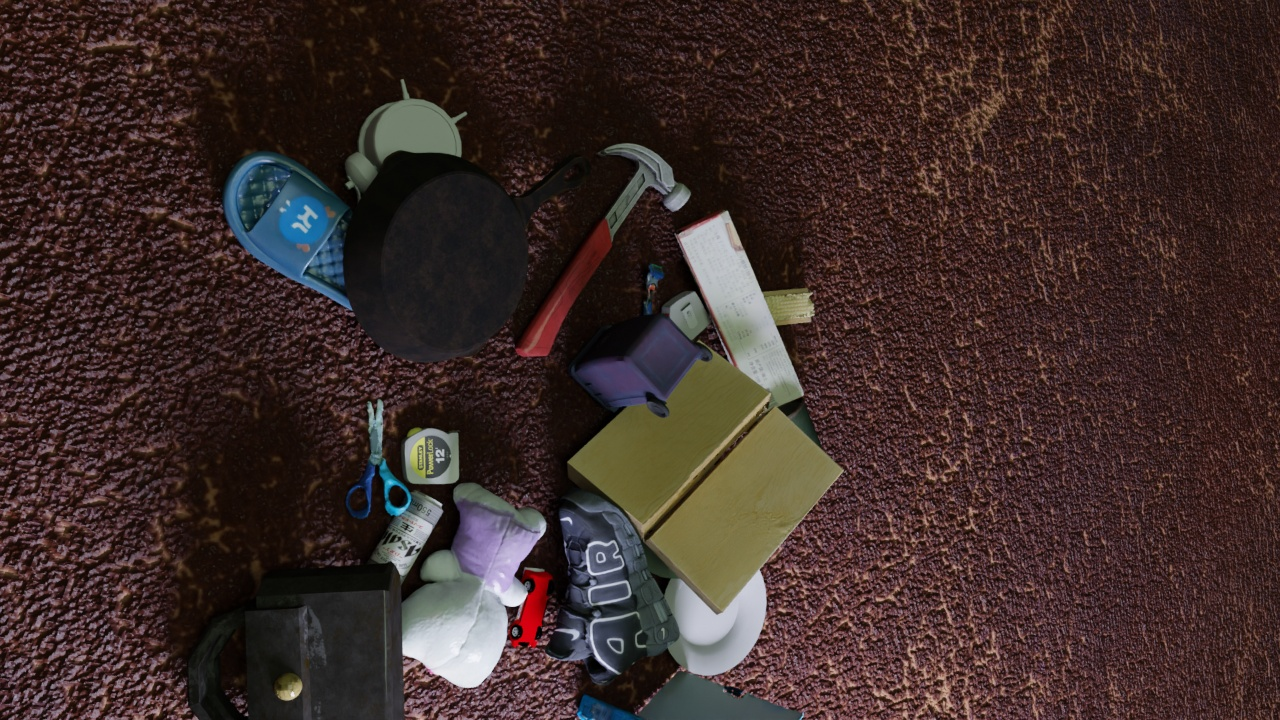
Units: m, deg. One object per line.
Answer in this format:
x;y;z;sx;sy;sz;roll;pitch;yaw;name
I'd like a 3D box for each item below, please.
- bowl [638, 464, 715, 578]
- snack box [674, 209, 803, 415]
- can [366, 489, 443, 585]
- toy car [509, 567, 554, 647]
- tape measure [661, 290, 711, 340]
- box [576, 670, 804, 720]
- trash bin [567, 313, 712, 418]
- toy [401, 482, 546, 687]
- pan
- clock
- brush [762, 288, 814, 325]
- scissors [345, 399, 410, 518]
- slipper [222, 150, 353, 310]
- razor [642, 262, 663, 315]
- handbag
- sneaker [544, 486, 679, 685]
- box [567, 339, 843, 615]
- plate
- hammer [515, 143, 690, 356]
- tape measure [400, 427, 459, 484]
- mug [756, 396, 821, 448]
0.061;0.194;1.169;0.174;0.068;0.174;5;80;-27;bowl
0.131;-0.062;1.226;0.076;0.044;0.273;-25;103;2;snack box
-0.258;0.196;0.997;0.044;0.044;0.106;37;71;-26;can
-0.130;0.292;1.084;0.038;0.025;0.089;21;82;-47;toy car
0.059;-0.056;1.207;0.060;0.020;0.062;-41;119;-26;tape measure
0.054;0.435;1.068;0.166;0.244;0.075;-4;88;-33;box
-0.007;0.006;1.087;0.092;0.161;0.093;46;67;-16;trash bin
-0.182;0.251;1.017;0.137;0.086;0.209;30;75;-27;toy
-0.167;-0.142;1.023;0.354;0.043;0.249;-42;130;-34;pan
-0.257;-0.213;1.001;0.119;0.061;0.159;22;82;-30;clock
0.195;-0.074;1.286;0.117;0.039;0.049;-7;91;-30;brush
-0.290;0.104;0.990;0.073;0.016;0.134;-8;84;-4;scissors
-0.331;-0.121;0.945;0.213;0.059;0.103;41;83;-25;slipper
0.011;-0.054;1.183;0.043;0.018;0.141;8;86;-68;razor
-0.340;0.305;0.900;0.199;0.102;0.197;-2;90;-5;handbag
-0.064;0.278;1.081;0.150;0.097;0.252;-38;114;-32;sneaker
0.083;0.134;1.132;0.257;0.076;0.246;43;65;8;box
0.095;0.331;1.228;0.172;0.019;0.172;1;89;-32;plate
-0.062;-0.135;1.134;0.126;0.036;0.315;40;70;-22;hammer
-0.235;0.107;1.029;0.064;0.017;0.064;-1;89;-32;tape measure
0.188;0.108;1.252;0.110;0.085;0.081;-33;107;-28;mug
